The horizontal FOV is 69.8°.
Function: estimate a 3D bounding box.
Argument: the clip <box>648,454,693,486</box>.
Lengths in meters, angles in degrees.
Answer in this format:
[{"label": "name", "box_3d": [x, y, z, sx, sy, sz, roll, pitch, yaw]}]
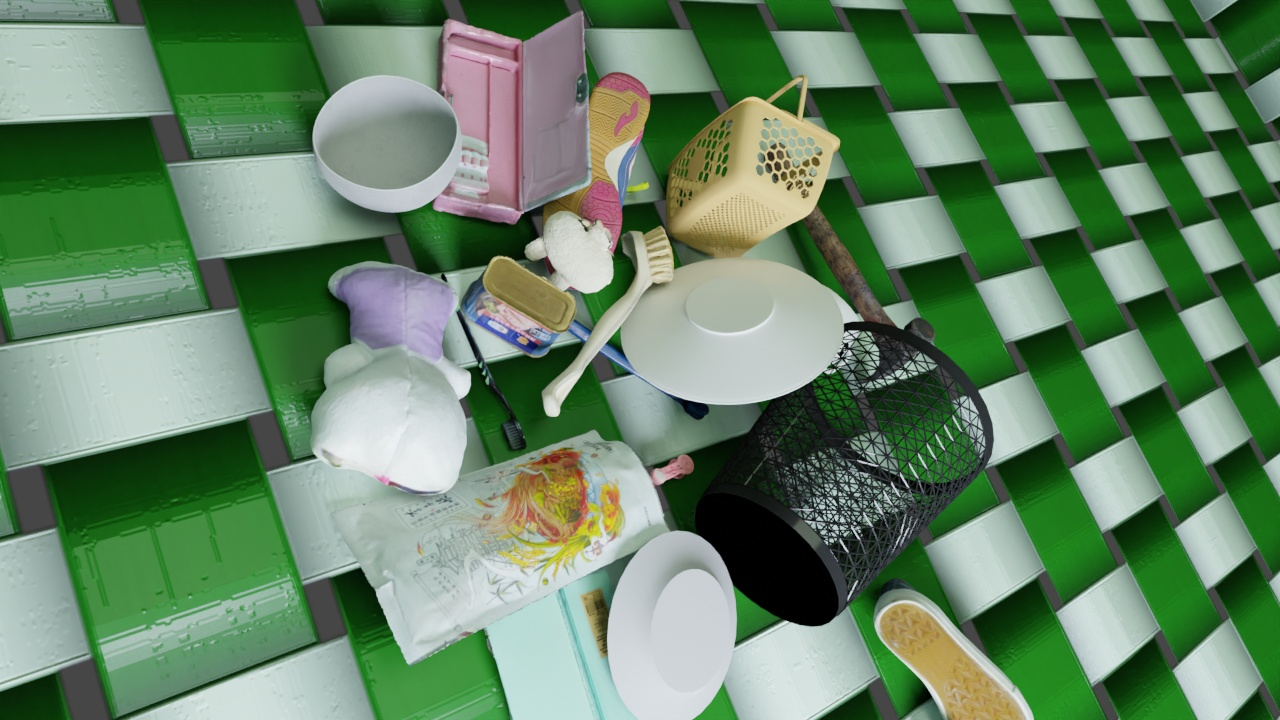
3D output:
[{"label": "clip", "box_3d": [0.023, 0.115, 0.925, 0.059, 0.041, 0.023, -13, 78, -46]}]

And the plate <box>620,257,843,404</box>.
[{"label": "plate", "box_3d": [0.092, -0.047, 0.941, 0.229, 0.030, 0.228, -4, 43, 4]}]

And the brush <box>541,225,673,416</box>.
[{"label": "brush", "box_3d": [-0.030, -0.044, 0.921, 0.271, 0.077, 0.062, -60, 139, -39]}]

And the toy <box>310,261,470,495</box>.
[{"label": "toy", "box_3d": [-0.206, 0.010, 0.789, 0.137, 0.086, 0.209, 11, 57, -28]}]

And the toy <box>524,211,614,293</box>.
[{"label": "toy", "box_3d": [-0.061, -0.107, 0.903, 0.087, 0.113, 0.050, 55, 33, -9]}]

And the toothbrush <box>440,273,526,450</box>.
[{"label": "toothbrush", "box_3d": [-0.152, 0.001, 0.868, 0.017, 0.014, 0.188, -22, 80, -29]}]

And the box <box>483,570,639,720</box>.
[{"label": "box", "box_3d": [-0.049, 0.282, 0.779, 0.137, 0.056, 0.187, -13, 76, -29]}]

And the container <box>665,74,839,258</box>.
[{"label": "container", "box_3d": [0.118, -0.221, 1.036, 0.129, 0.184, 0.166, 22, 66, -21]}]

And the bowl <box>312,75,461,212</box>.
[{"label": "bowl", "box_3d": [-0.236, -0.197, 0.869, 0.132, 0.064, 0.131, 2, 66, -6]}]

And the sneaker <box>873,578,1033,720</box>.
[{"label": "sneaker", "box_3d": [0.335, 0.324, 0.979, 0.235, 0.088, 0.079, 50, 20, -7]}]

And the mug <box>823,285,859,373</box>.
[{"label": "mug", "box_3d": [0.209, -0.027, 1.067, 0.076, 0.090, 0.124, -44, 130, -4]}]

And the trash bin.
[{"label": "trash bin", "box_3d": [0.191, 0.117, 0.912, 0.242, 0.218, 0.217, -41, 92, -32]}]

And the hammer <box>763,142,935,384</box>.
[{"label": "hammer", "box_3d": [0.234, -0.129, 1.133, 0.033, 0.120, 0.330, -10, 64, -36]}]

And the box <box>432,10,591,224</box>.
[{"label": "box", "box_3d": [-0.133, -0.255, 0.961, 0.173, 0.075, 0.232, -3, 65, 3]}]

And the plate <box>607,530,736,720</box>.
[{"label": "plate", "box_3d": [0.040, 0.242, 0.827, 0.172, 0.019, 0.172, 7, 80, -45]}]

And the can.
[{"label": "can", "box_3d": [-0.116, -0.052, 0.887, 0.100, 0.059, 0.053, 31, 55, -17]}]

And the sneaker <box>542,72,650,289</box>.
[{"label": "sneaker", "box_3d": [-0.047, -0.185, 0.990, 0.116, 0.091, 0.241, 20, 78, -15]}]

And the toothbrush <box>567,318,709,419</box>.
[{"label": "toothbrush", "box_3d": [-0.006, 0.006, 0.954, 0.190, 0.017, 0.016, 35, 53, -13]}]

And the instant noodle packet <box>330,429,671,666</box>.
[{"label": "instant noodle packet", "box_3d": [-0.109, 0.141, 0.792, 0.268, 0.057, 0.147, -17, 54, -38]}]
